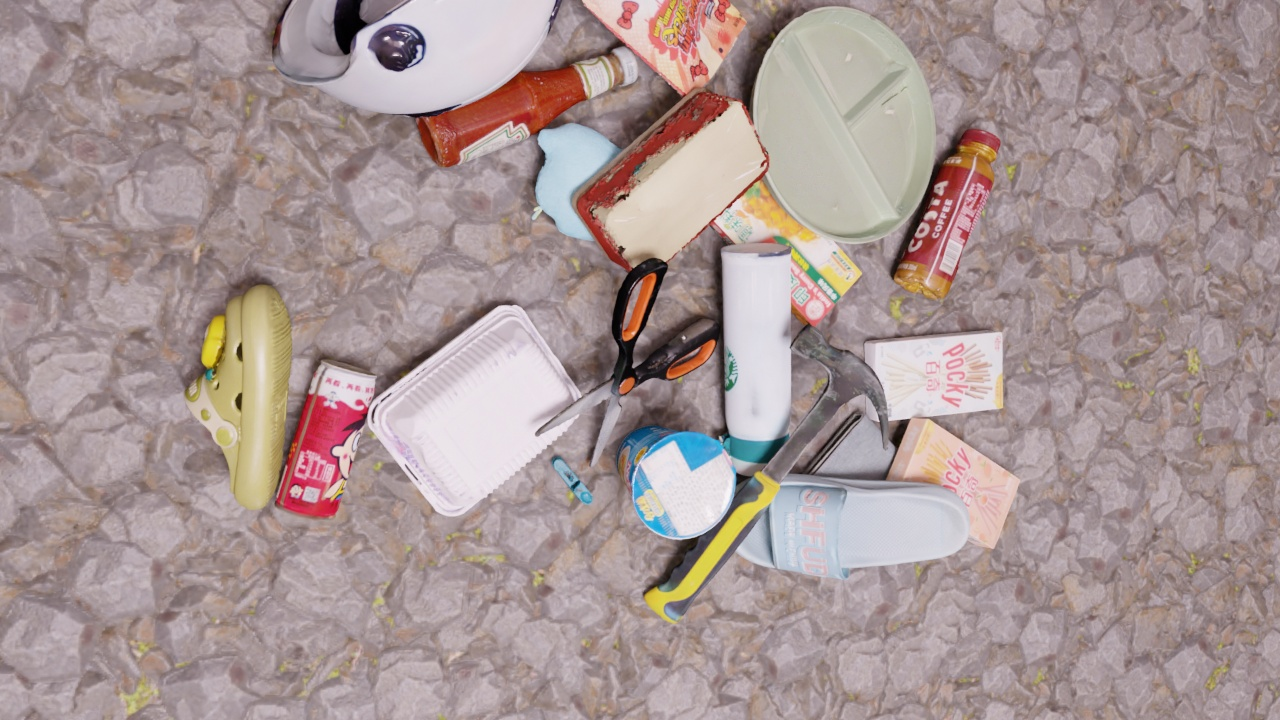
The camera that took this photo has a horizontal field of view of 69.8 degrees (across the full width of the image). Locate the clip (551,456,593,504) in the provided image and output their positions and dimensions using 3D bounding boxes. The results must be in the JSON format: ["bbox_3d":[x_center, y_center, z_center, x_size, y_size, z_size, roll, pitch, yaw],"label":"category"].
[{"bbox_3d":[-0.066,0.116,0.885,0.014,0.046,0.057,-38,104,-9],"label":"clip"}]

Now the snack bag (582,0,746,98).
[{"bbox_3d":[-0.002,-0.340,0.833,0.208,0.073,0.128,37,62,-17],"label":"snack bag"}]

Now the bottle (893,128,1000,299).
[{"bbox_3d":[0.322,-0.153,0.953,0.057,0.057,0.175,24,88,-17],"label":"bottle"}]

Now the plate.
[{"bbox_3d":[0.200,-0.229,0.905,0.229,0.027,0.230,-1,91,-27],"label":"plate"}]

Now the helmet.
[{"bbox_3d":[-0.156,-0.293,0.729,0.259,0.228,0.145,-40,138,20],"label":"helmet"}]

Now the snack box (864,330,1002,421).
[{"bbox_3d":[0.315,0.016,0.984,0.156,0.027,0.085,-5,97,-15],"label":"snack box"}]

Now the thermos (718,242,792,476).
[{"bbox_3d":[0.111,0.002,0.890,0.073,0.073,0.224,-7,106,-16],"label":"thermos"}]

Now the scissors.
[{"bbox_3d":[-0.005,0.004,0.842,0.220,0.022,0.231,-16,135,-44],"label":"scissors"}]

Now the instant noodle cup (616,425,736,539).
[{"bbox_3d":[0.025,0.105,0.864,0.099,0.110,0.099,-2,97,-16],"label":"instant noodle cup"}]

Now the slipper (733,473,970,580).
[{"bbox_3d":[0.203,0.171,0.911,0.245,0.074,0.104,-2,112,6],"label":"slipper"}]

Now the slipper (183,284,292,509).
[{"bbox_3d":[-0.337,0.031,0.763,0.081,0.091,0.190,3,98,-14],"label":"slipper"}]

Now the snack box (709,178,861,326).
[{"bbox_3d":[0.144,-0.114,0.920,0.156,0.027,0.077,44,84,-16],"label":"snack box"}]

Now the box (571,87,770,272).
[{"bbox_3d":[0.032,-0.156,0.812,0.168,0.078,0.091,-43,129,-8],"label":"box"}]

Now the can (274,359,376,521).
[{"bbox_3d":[-0.274,0.069,0.801,0.053,0.053,0.132,17,90,-17],"label":"can"}]

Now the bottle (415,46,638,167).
[{"bbox_3d":[-0.097,-0.234,0.822,0.205,0.060,0.060,-26,102,-18],"label":"bottle"}]

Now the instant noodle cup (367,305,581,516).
[{"bbox_3d":[-0.136,0.049,0.820,0.173,0.060,0.138,-39,114,-15],"label":"instant noodle cup"}]

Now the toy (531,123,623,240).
[{"bbox_3d":[-0.027,-0.161,0.854,0.156,0.050,0.161,-40,116,-14],"label":"toy"}]

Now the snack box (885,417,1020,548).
[{"bbox_3d":[0.334,0.132,0.978,0.157,0.026,0.084,30,78,-25],"label":"snack box"}]

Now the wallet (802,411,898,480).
[{"bbox_3d":[0.241,0.135,0.968,0.129,0.037,0.106,45,81,-17],"label":"wallet"}]

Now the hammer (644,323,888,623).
[{"bbox_3d":[0.113,0.128,0.871,0.126,0.031,0.324,36,108,4],"label":"hammer"}]
